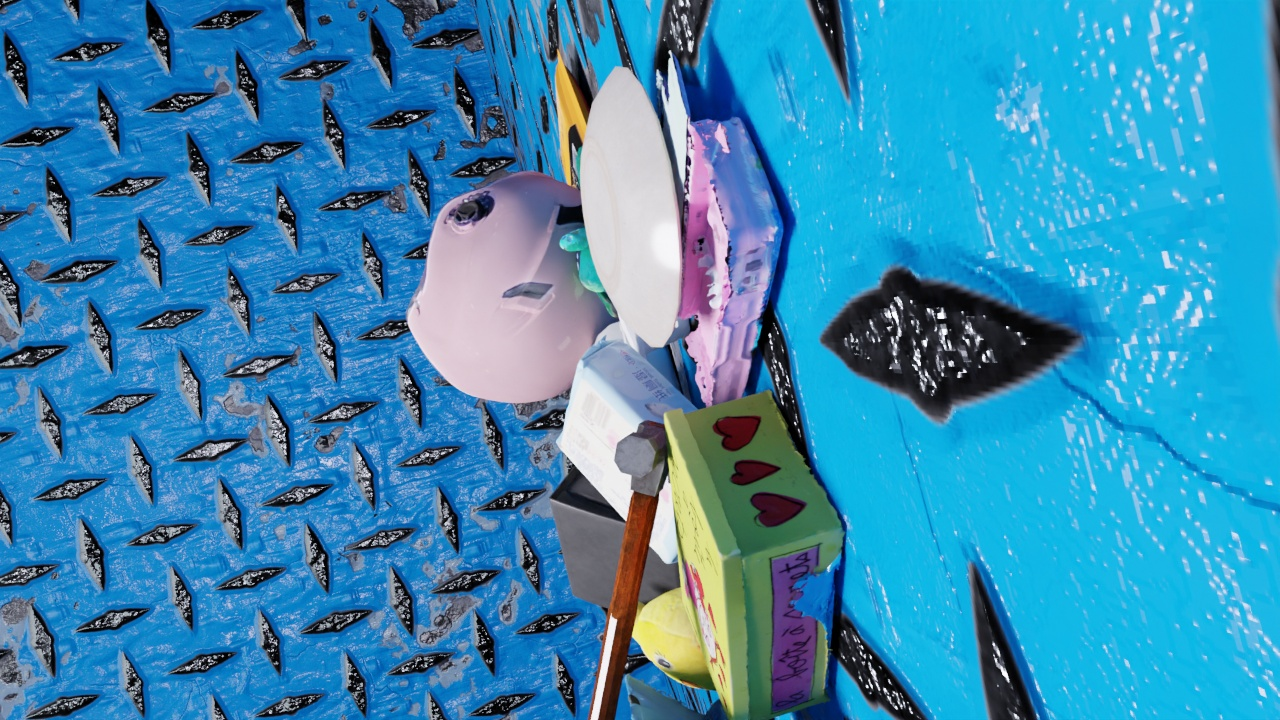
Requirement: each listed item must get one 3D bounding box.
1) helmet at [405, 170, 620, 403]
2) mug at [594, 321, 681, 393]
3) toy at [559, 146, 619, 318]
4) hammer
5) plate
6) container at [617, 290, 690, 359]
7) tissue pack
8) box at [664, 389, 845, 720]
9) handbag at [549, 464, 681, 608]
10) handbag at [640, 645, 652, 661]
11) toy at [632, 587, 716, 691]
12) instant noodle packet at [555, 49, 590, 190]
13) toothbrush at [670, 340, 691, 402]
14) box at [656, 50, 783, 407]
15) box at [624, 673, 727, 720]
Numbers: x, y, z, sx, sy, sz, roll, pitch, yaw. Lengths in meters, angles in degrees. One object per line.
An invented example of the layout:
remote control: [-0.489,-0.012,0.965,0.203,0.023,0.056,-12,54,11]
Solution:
helmet: [-0.105,-0.075,0.960,0.153,0.254,0.230,12,152,42]
mug: [-0.005,0.005,0.893,0.089,0.073,0.105,-104,3,-46]
toy: [-0.026,-0.127,0.851,0.194,0.072,0.130,86,-155,-47]
hammer: [-0.014,0.189,0.652,0.111,0.028,0.301,-21,-57,-73]
plate: [-0.015,-0.100,0.624,0.189,0.027,0.188,169,91,-76]
container: [0.005,-0.070,0.778,0.080,0.049,0.129,-115,11,-52]
tissue pack: [0.010,0.077,0.755,0.182,0.069,0.112,43,137,24]
box: [0.072,0.138,0.609,0.221,0.081,0.124,80,172,-46]
handbag: [0.021,0.201,0.911,0.196,0.072,0.176,21,141,24]
handbag: [0.030,0.303,1.158,0.122,0.118,0.191,83,163,-54]
toy: [0.050,0.259,0.860,0.208,0.134,0.092,-30,30,57]
instant noodle packet: [-0.066,-0.226,1.051,0.221,0.032,0.159,100,151,-75]
toothbrush: [0.027,-0.037,0.845,0.010,0.010,0.181,-140,34,-72]
box: [0.038,-0.079,0.573,0.231,0.035,0.159,89,166,-65]
box: [0.071,0.292,0.708,0.174,0.033,0.232,28,170,1]
